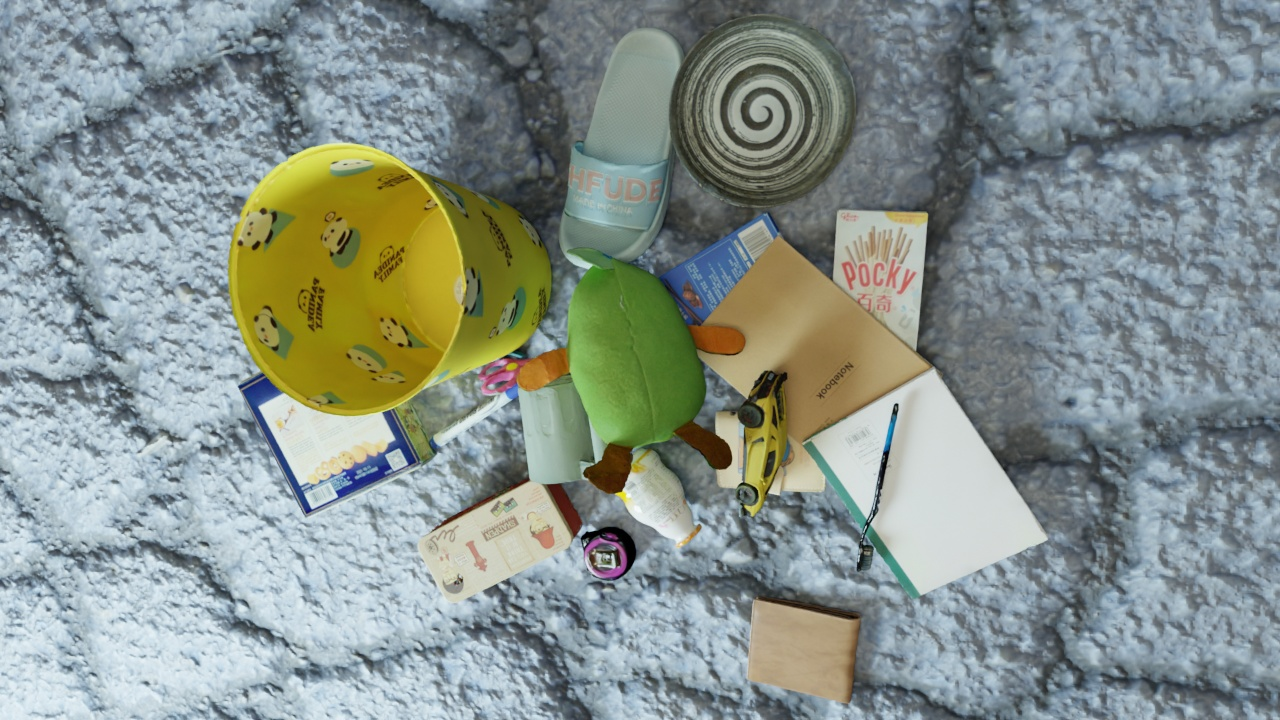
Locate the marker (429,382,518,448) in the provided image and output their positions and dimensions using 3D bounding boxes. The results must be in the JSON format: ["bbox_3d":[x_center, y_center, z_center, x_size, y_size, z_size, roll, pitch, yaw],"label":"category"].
[{"bbox_3d":[-0.183,0.060,1.041,0.146,0.016,0.017,-32,91,19],"label":"marker"}]

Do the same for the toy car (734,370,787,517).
[{"bbox_3d":[0.121,0.083,0.902,0.041,0.071,0.156,10,113,19],"label":"toy car"}]

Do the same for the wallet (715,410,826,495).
[{"bbox_3d":[0.136,0.097,0.957,0.115,0.024,0.087,1,96,13],"label":"wallet"}]

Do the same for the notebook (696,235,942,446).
[{"bbox_3d":[0.167,-0.001,0.907,0.207,0.008,0.148,41,111,2],"label":"notebook"}]

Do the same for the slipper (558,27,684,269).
[{"bbox_3d":[-0.017,-0.206,0.912,0.104,0.074,0.246,18,104,11],"label":"slipper"}]

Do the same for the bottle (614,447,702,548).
[{"bbox_3d":[0.018,0.148,0.977,0.063,0.063,0.108,-41,88,19],"label":"bottle"}]

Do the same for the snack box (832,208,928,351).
[{"bbox_3d":[0.230,-0.068,0.895,0.085,0.026,0.157,4,103,15],"label":"snack box"}]

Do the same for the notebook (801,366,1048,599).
[{"bbox_3d":[0.279,0.127,0.907,0.151,0.012,0.209,-33,100,21],"label":"notebook"}]

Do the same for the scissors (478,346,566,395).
[{"bbox_3d":[-0.112,0.000,0.993,0.133,0.057,0.017,-23,129,-1],"label":"scissors"}]

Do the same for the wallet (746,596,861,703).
[{"bbox_3d":[0.175,0.311,0.990,0.115,0.020,0.101,8,104,17],"label":"wallet"}]

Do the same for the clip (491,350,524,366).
[{"bbox_3d":[-0.157,-0.006,1.022,0.056,0.014,0.043,19,104,12],"label":"clip"}]

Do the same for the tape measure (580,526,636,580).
[{"bbox_3d":[-0.035,0.215,1.018,0.058,0.039,0.057,-7,98,17],"label":"tape measure"}]

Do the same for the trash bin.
[{"bbox_3d":[-0.218,-0.078,0.890,0.230,0.255,0.229,2,96,16],"label":"trash bin"}]

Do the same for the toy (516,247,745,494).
[{"bbox_3d":[-0.005,0.005,0.886,0.226,0.090,0.246,-9,69,-12],"label":"toy"}]

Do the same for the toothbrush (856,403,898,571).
[{"bbox_3d":[0.236,0.128,0.904,0.016,0.014,0.190,10,111,8],"label":"toothbrush"}]

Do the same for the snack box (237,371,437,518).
[{"bbox_3d":[-0.357,0.070,1.077,0.178,0.045,0.182,-24,94,19],"label":"snack box"}]

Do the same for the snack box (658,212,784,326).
[{"bbox_3d":[0.083,-0.074,0.934,0.157,0.026,0.084,-30,92,19],"label":"snack box"}]

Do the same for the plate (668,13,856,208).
[{"bbox_3d":[0.115,-0.237,0.884,0.179,0.024,0.179,1,103,3],"label":"plate"}]

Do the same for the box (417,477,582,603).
[{"bbox_3d":[-0.154,0.197,1.037,0.168,0.076,0.091,-28,91,13],"label":"box"}]

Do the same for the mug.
[{"bbox_3d":[-0.072,0.071,0.966,0.124,0.083,0.103,-1,100,51],"label":"mug"}]
